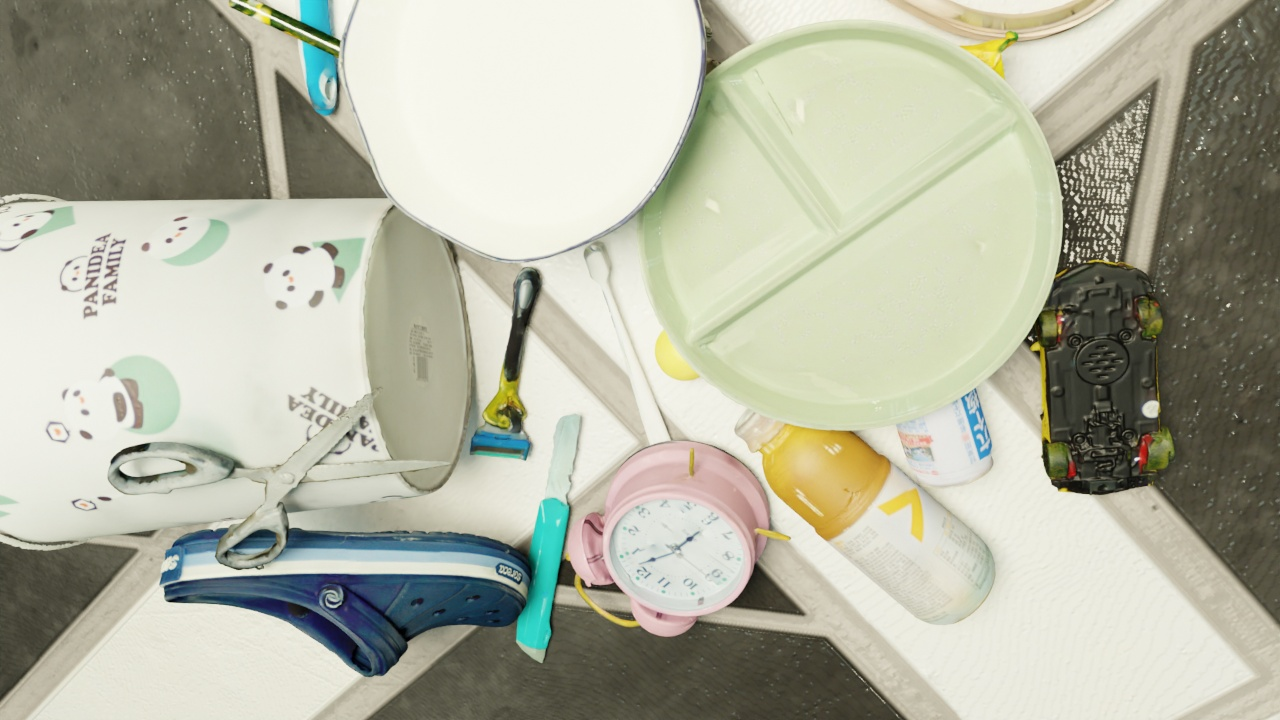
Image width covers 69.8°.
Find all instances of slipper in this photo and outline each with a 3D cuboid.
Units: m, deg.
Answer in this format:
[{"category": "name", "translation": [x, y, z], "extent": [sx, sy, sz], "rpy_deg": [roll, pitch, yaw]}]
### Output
[{"category": "slipper", "translation": [-0.184, 0.163, 0.616], "extent": [0.252, 0.095, 0.105], "rpy_deg": [14, 157, -33]}]

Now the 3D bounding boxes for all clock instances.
[{"category": "clock", "translation": [0.017, 0.131, 0.641], "extent": [0.117, 0.059, 0.159], "rpy_deg": [41, 118, -9]}]

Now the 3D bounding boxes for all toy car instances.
[{"category": "toy car", "translation": [0.278, 0.012, 0.557], "extent": [0.071, 0.041, 0.156], "rpy_deg": [-8, 108, 15]}]

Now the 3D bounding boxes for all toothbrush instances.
[{"category": "toothbrush", "translation": [-0.168, -0.183, 0.580], "extent": [0.185, 0.012, 0.017], "rpy_deg": [23, 124, -12]}, {"category": "toothbrush", "translation": [-0.004, 0.004, 0.632], "extent": [0.016, 0.016, 0.180], "rpy_deg": [-13, 108, 20]}]

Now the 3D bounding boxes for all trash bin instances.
[{"category": "trash bin", "translation": [-0.256, -0.002, 0.581], "extent": [0.252, 0.229, 0.230], "rpy_deg": [-4, 108, 7]}]

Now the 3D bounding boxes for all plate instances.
[{"category": "plate", "translation": [0.111, -0.070, 0.516], "extent": [0.230, 0.027, 0.230], "rpy_deg": [6, 112, 15]}, {"category": "plate", "translation": [-0.062, -0.159, 0.499], "extent": [0.205, 0.045, 0.205], "rpy_deg": [3, 100, 15]}]

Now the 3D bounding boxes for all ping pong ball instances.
[{"category": "ping pong ball", "translation": [0.029, -0.007, 0.606], "extent": [0.040, 0.040, 0.040], "rpy_deg": [4, 109, 11]}]

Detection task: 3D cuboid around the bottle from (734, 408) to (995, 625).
[{"category": "bottle", "translation": [0.143, 0.093, 0.600], "extent": [0.189, 0.067, 0.068], "rpy_deg": [40, 112, -3]}]

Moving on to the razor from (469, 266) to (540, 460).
[{"category": "razor", "translation": [-0.090, 0.002, 0.645], "extent": [0.042, 0.022, 0.143], "rpy_deg": [6, 109, -18]}]

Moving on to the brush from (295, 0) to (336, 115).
[{"category": "brush", "translation": [-0.184, -0.311, 0.545], "extent": [0.110, 0.060, 0.315], "rpy_deg": [-1, 111, 18]}]

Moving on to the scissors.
[{"category": "scissors", "translation": [-0.195, 0.067, 0.498], "extent": [0.181, 0.014, 0.160], "rpy_deg": [7, 133, -12]}]

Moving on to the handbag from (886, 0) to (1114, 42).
[{"category": "handbag", "translation": [0.173, -0.269, 0.471], "extent": [0.234, 0.093, 0.194], "rpy_deg": [38, 112, -11]}]

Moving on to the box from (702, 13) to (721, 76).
[{"category": "box", "translation": [-0.021, -0.140, 0.552], "extent": [0.163, 0.076, 0.087], "rpy_deg": [-25, 90, 16]}]

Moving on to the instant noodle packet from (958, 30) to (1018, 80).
[{"category": "instant noodle packet", "translation": [0.156, -0.119, 0.528], "extent": [0.111, 0.044, 0.128], "rpy_deg": [-2, 117, 15]}]

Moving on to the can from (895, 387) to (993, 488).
[{"category": "can", "translation": [0.178, 0.010, 0.572], "extent": [0.053, 0.053, 0.134], "rpy_deg": [-17, 104, 17]}]

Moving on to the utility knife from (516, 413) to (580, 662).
[{"category": "utility knife", "translation": [-0.068, 0.137, 0.691], "extent": [0.029, 0.013, 0.223], "rpy_deg": [15, 114, 9]}]
